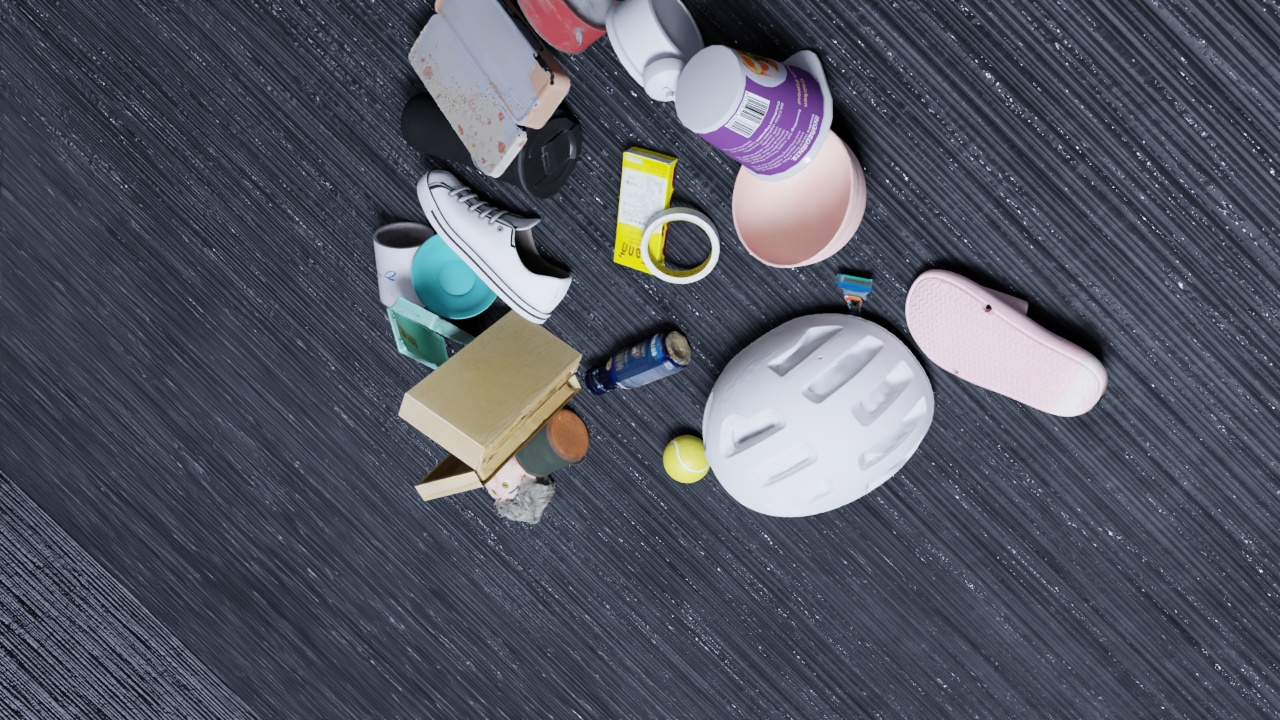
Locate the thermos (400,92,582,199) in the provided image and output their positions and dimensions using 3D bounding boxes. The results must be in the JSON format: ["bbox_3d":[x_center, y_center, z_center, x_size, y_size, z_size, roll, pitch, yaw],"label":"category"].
[{"bbox_3d":[-0.188,-0.272,1.121,0.219,0.105,0.106,20,128,25],"label":"thermos"}]

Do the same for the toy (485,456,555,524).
[{"bbox_3d":[-0.208,0.183,1.441,0.133,0.076,0.176,-29,94,39],"label":"toy"}]

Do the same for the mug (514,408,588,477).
[{"bbox_3d":[-0.120,0.125,1.350,0.081,0.084,0.111,-26,135,38],"label":"mug"}]

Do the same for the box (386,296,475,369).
[{"bbox_3d":[-0.296,-0.024,1.282,0.077,0.189,0.080,28,86,13],"label":"box"}]

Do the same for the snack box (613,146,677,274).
[{"bbox_3d":[0.005,-0.179,1.109,0.061,0.025,0.149,21,128,18],"label":"snack box"}]

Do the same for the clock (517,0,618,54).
[{"bbox_3d":[-0.091,-0.402,0.970,0.062,0.109,0.157,-22,99,38],"label":"clock"}]

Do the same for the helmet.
[{"bbox_3d":[0.206,0.072,1.091,0.283,0.183,0.224,-30,107,24],"label":"helmet"}]

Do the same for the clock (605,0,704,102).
[{"bbox_3d":[0.025,-0.316,0.952,0.061,0.119,0.159,-25,94,34],"label":"clock"}]

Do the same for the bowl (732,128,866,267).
[{"bbox_3d":[0.177,-0.168,0.965,0.153,0.076,0.153,-6,81,43],"label":"bowl"}]

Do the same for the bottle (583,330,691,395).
[{"bbox_3d":[-0.007,0.007,1.216,0.161,0.056,0.056,-22,106,39],"label":"bottle"}]

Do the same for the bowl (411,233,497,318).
[{"bbox_3d":[-0.255,-0.117,1.274,0.121,0.121,0.046,50,171,-6],"label":"bowl"}]

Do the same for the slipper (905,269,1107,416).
[{"bbox_3d":[0.380,-0.018,0.969,0.221,0.055,0.107,34,133,20],"label":"slipper"}]

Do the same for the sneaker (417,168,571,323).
[{"bbox_3d":[-0.182,-0.167,1.197,0.097,0.091,0.245,-42,89,22],"label":"sneaker"}]

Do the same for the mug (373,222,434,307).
[{"bbox_3d":[-0.342,-0.143,1.312,0.119,0.083,0.097,40,138,41],"label":"mug"}]

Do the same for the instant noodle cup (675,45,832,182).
[{"bbox_3d":[0.107,-0.258,0.905,0.122,0.121,0.137,32,107,42],"label":"instant noodle cup"}]

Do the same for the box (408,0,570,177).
[{"bbox_3d":[-0.181,-0.331,1.047,0.151,0.043,0.216,-48,66,33],"label":"box"}]

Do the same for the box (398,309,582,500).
[{"bbox_3d":[-0.191,0.064,1.237,0.142,0.247,0.185,17,126,21],"label":"box"}]

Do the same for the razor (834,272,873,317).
[{"bbox_3d":[0.245,-0.038,1.062,0.044,0.018,0.141,15,129,26],"label":"razor"}]

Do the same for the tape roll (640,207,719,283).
[{"bbox_3d":[0.047,-0.136,1.094,0.094,0.019,0.094,3,125,4],"label":"tape roll"}]

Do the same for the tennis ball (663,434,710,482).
[{"bbox_3d":[0.064,0.134,1.249,0.065,0.065,0.065,15,126,22],"label":"tennis ball"}]
